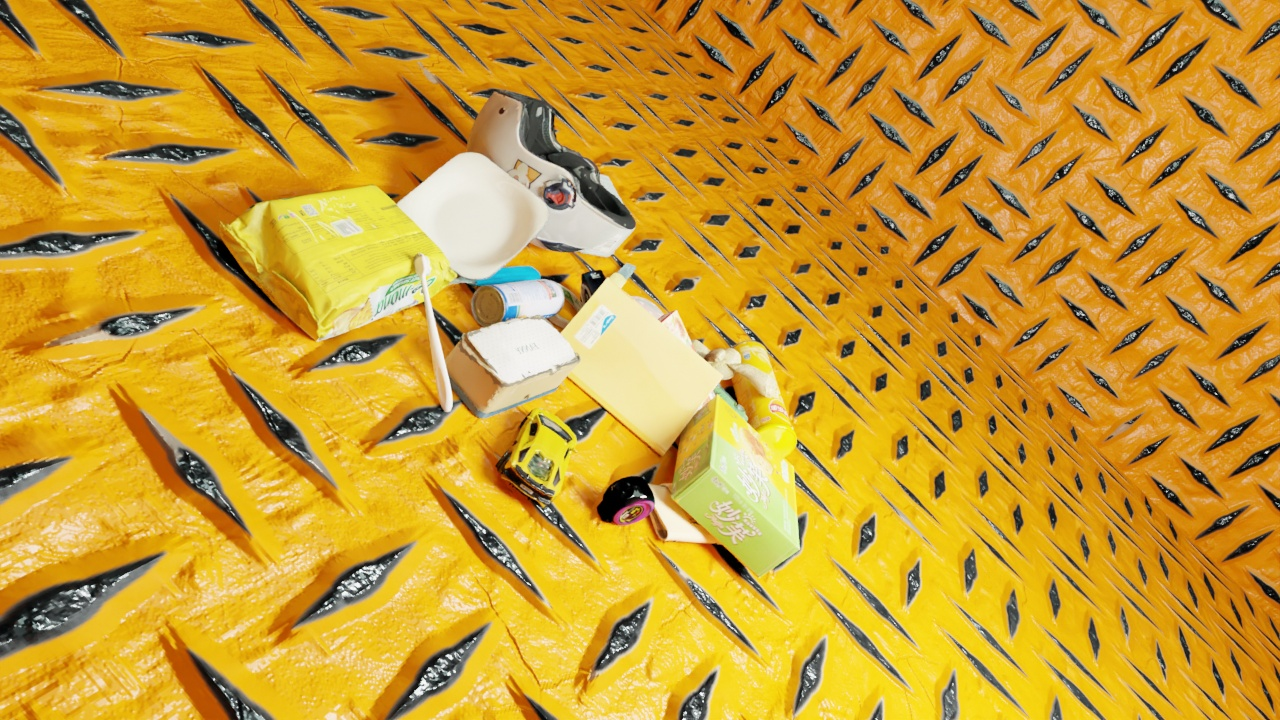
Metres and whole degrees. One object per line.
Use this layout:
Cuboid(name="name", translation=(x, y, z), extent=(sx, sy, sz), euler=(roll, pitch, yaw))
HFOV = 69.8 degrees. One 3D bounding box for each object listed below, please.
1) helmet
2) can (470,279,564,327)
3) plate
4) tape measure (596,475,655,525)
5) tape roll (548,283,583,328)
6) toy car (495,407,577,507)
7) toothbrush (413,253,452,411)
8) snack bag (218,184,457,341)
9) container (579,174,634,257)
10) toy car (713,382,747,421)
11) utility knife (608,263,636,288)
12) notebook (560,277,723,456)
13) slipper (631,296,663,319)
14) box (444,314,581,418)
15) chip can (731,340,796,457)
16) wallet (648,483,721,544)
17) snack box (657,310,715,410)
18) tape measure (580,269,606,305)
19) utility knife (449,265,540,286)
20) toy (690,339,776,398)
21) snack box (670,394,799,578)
Cuboid(name="helmet", translation=(-0.150, -0.255, 1.336), extent=(0.274, 0.157, 0.229), euler=(49, 15, -11))
Cuboid(name="can", translation=(-0.155, -0.075, 1.181), extent=(0.053, 0.053, 0.134), euler=(50, 28, 14))
Cuboid(name="plate", translation=(-0.221, -0.186, 1.208), extent=(0.163, 0.034, 0.164), euler=(39, 64, 9))
Cuboid(name="tape measure", translation=(-0.015, 0.156, 1.032), extent=(0.057, 0.057, 0.039), euler=(6, 43, -38))
Cuboid(name="tape roll", translation=(-0.112, -0.077, 1.286), extent=(0.085, 0.014, 0.085), euler=(32, 29, -21))
Cuboid(name="toy car", translation=(-0.108, 0.099, 1.007), extent=(0.071, 0.041, 0.155), euler=(38, 26, -10))
Cuboid(name="toothbrush", translation=(-0.224, -0.031, 0.998), extent=(0.016, 0.016, 0.180), euler=(14, 61, -66))
Cuboid(name="snack bag", translation=(-0.323, -0.119, 1.006), extent=(0.158, 0.068, 0.245), euler=(45, 28, 4))
Cuboid(name="container", translation=(-0.077, -0.234, 1.482), extent=(0.089, 0.090, 0.111), euler=(3, 50, -51))
Cuboid(name="toy car", translation=(0.116, 0.068, 1.350), extent=(0.091, 0.043, 0.036), euler=(48, 28, 10))
Cuboid(name="utility knife", translation=(-0.040, -0.117, 1.436), extent=(0.031, 0.022, 0.215), euler=(41, 34, -5))
Cuboid(name="notebook", translation=(-0.007, 0.007, 1.209), extent=(0.206, 0.010, 0.145), euler=(40, 69, -4))
Cuboid(name="slipper", translation=(0.004, -0.024, 1.320), extent=(0.114, 0.055, 0.273), euler=(37, 29, -13))
Cuboid(name="box", translation=(-0.152, 0.005, 1.066), extent=(0.090, 0.062, 0.183), euler=(49, 29, 13))
Cuboid(name="chip can", translation=(0.184, 0.059, 1.425), extent=(0.072, 0.072, 0.213), euler=(28, 29, -26))
Cuboid(name="wallet", translation=(0.052, 0.184, 1.118), extent=(0.115, 0.024, 0.087), euler=(13, 37, -44))
Cuboid(name="snack box", translation=(0.057, 0.012, 1.288), extent=(0.075, 0.026, 0.153), euler=(-42, 110, -56))
Cuboid(name="tape measure", translation=(-0.061, -0.087, 1.310), extent=(0.033, 0.066, 0.066), euler=(-15, 55, -16))
Cuboid(name="utility knife", translation=(-0.205, -0.108, 1.202), extent=(0.034, 0.018, 0.218), euler=(34, 23, 24))
Cuboid(name="toy", translation=(0.130, 0.014, 1.381), extent=(0.157, 0.066, 0.105), euler=(22, 5, 19))
Cuboid(name="snack box", translation=(0.124, 0.154, 1.174), extent=(0.157, 0.070, 0.209), euler=(44, 20, -11))
